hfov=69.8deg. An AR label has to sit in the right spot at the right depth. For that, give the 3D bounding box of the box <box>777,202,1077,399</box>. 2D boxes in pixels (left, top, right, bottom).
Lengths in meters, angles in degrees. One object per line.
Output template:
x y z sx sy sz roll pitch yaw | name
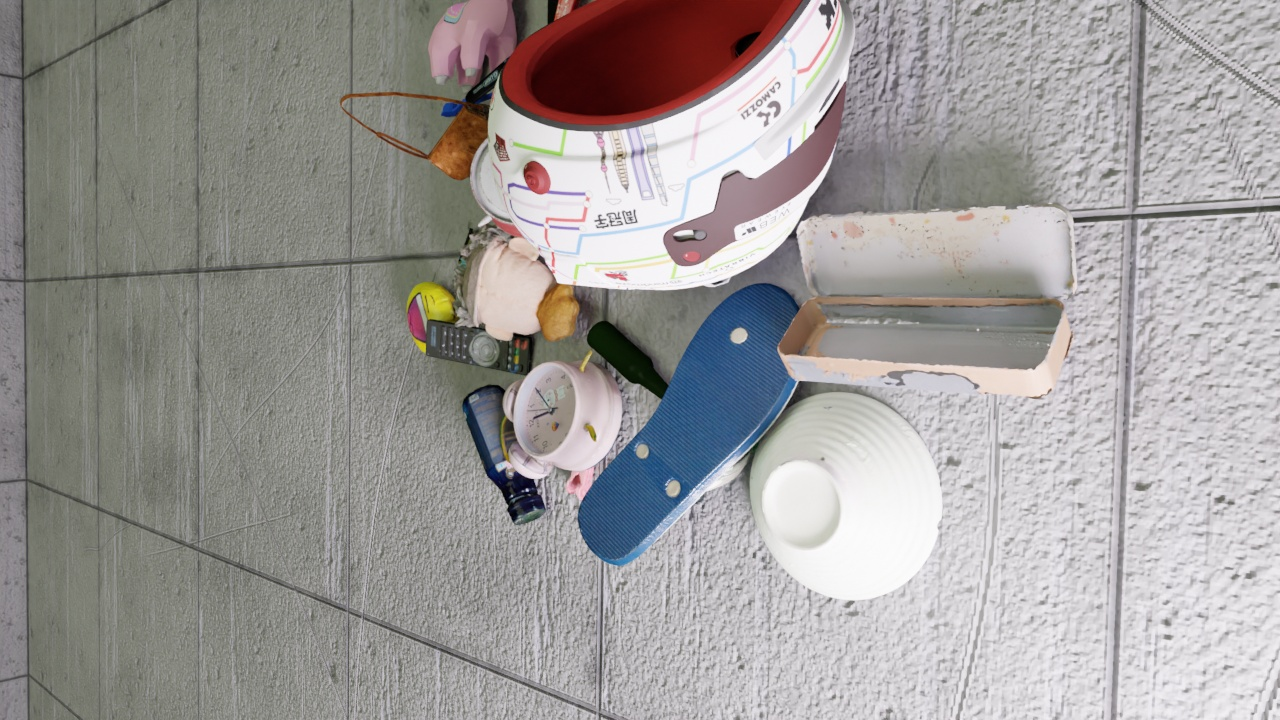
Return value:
0.208 -0.049 0.697 0.218 0.094 0.120 3 52 41 | box

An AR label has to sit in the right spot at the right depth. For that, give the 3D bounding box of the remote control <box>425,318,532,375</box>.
-0.188 -0.017 1.071 0.141 0.021 0.045 11 105 22 | remote control

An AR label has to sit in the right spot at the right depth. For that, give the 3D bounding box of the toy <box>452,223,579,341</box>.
-0.133 -0.077 1.000 0.176 0.076 0.133 30 121 25 | toy

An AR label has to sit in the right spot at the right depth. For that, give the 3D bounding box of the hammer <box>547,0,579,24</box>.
-0.110 -0.303 1.003 0.140 0.036 0.327 30 110 35 | hammer

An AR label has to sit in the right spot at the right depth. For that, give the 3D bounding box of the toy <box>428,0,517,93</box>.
-0.184 -0.393 1.048 0.123 0.067 0.157 7 92 43 | toy

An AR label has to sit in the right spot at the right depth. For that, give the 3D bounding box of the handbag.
-0.236 -0.255 1.011 0.094 0.195 0.043 -43 58 31 | handbag

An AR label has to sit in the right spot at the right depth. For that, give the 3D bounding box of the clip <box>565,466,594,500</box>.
-0.058 0.121 0.979 0.039 0.022 0.059 15 99 44 | clip

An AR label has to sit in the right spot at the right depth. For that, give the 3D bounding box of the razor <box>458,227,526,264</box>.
-0.159 -0.133 1.060 0.144 0.021 0.044 4 72 42 | razor

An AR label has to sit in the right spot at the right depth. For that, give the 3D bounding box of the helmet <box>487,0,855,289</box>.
0.033 -0.175 0.753 0.315 0.236 0.230 -11 50 23 | helmet

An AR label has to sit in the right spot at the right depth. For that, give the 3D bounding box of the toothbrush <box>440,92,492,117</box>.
-0.190 -0.303 1.065 0.187 0.016 0.011 6 88 55 | toothbrush

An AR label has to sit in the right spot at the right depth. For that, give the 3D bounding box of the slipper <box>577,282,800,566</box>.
0.055 0.066 0.836 0.295 0.060 0.118 -52 52 7 | slipper

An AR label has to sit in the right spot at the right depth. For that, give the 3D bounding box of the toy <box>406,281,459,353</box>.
-0.257 -0.051 1.137 0.094 0.041 0.095 -15 88 44 | toy

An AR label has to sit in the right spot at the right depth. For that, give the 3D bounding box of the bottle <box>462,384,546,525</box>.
-0.153 0.106 1.038 0.056 0.056 0.160 -39 67 35 | bottle

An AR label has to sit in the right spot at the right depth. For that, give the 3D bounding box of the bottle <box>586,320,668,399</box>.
-0.006 0.005 0.921 0.123 0.033 0.033 42 117 32 | bottle

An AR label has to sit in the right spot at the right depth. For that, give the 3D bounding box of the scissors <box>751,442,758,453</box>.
0.072 0.091 0.867 0.132 0.013 0.078 0 87 39 | scissors

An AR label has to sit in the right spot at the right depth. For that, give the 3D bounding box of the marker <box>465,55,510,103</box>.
-0.151 -0.316 1.004 0.123 0.015 0.018 -25 72 36 | marker

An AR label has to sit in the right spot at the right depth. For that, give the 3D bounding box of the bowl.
0.150 0.115 0.758 0.178 0.070 0.177 0 90 39 | bowl

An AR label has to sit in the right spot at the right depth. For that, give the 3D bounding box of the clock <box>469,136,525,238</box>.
-0.098 -0.189 0.947 0.157 0.062 0.109 -5 80 5 | clock

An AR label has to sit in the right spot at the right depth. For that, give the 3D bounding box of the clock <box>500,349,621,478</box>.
-0.093 0.061 0.969 0.158 0.058 0.116 -26 63 37 | clock
